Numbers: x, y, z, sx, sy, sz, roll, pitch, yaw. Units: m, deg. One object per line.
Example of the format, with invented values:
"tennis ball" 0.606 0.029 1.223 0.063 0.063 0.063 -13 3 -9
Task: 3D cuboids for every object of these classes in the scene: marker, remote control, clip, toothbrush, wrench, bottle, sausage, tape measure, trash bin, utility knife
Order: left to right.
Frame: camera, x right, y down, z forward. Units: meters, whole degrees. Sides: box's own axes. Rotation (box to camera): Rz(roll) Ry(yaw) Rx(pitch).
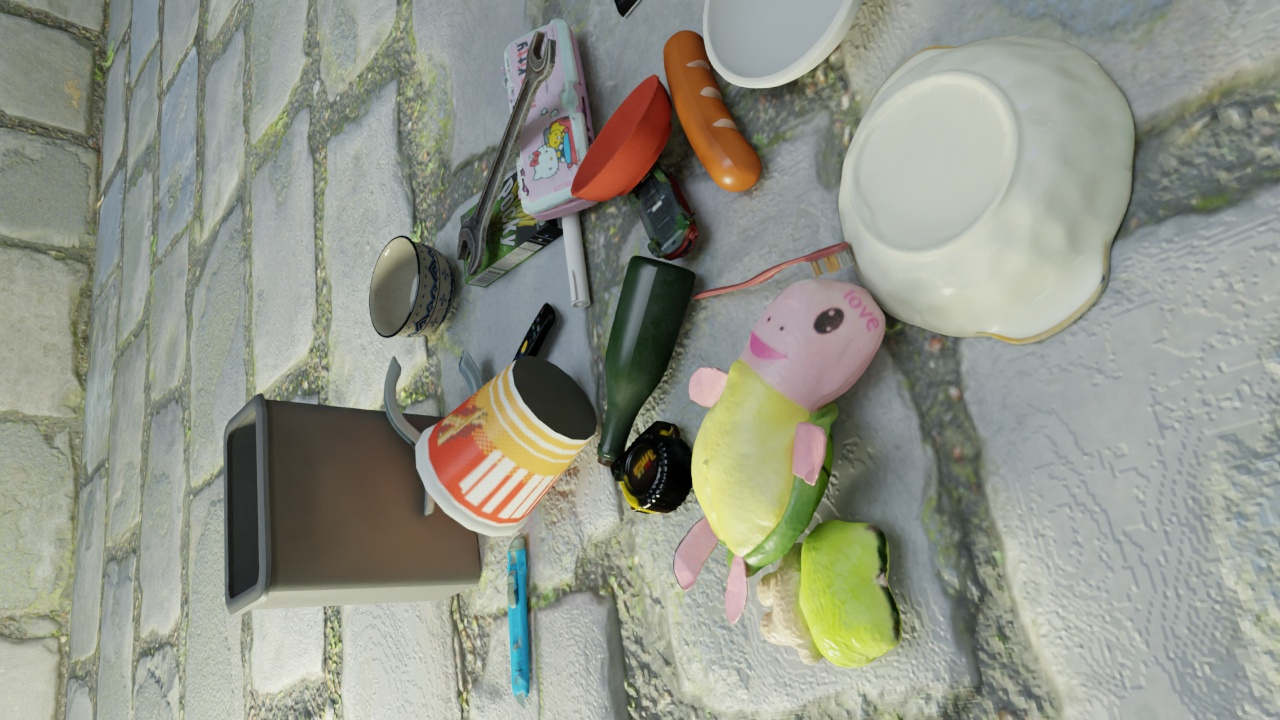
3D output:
"trash bin" -0.284 0.144 0.909 0.098 0.219 0.191 -31 61 41
"clip" -0.176 0.065 0.931 0.029 0.143 0.172 -37 71 66
"wrench" -0.132 -0.189 0.875 0.274 0.010 0.070 -59 40 40
"utility knife" -0.114 0.242 0.858 0.031 0.015 0.158 -24 67 48
"remote control" -0.118 0.015 0.897 0.152 0.020 0.041 -64 20 17
"marker" -0.064 -0.113 0.863 0.017 0.020 0.133 -20 68 30
"remote control" -0.026 -0.381 0.877 0.028 0.011 0.124 -39 56 37
"bottle" -0.004 0.004 0.750 0.055 0.055 0.174 26 104 47
"tape measure" 0.015 0.088 0.727 0.067 0.038 0.062 -51 41 25
"sausage" 0.053 -0.201 0.735 0.044 0.039 0.164 -26 61 14
"toothbrush" 0.088 -0.059 0.663 0.185 0.015 0.015 -11 105 61

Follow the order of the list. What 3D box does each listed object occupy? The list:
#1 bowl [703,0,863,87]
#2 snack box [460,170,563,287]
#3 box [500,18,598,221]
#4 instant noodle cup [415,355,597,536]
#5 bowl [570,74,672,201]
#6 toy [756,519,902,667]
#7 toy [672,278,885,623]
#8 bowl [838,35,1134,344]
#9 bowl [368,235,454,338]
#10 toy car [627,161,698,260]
"bowl" 0.114 -0.269 0.677 0.150 0.043 0.149 -12 74 46
"snack box" -0.133 -0.141 0.941 0.148 0.025 0.080 -26 64 43
"box" -0.089 -0.231 0.876 0.086 0.044 0.202 -15 69 17
"instant noodle cup" -0.113 0.070 0.816 0.121 0.123 0.123 -44 52 24
"bowl" -0.010 -0.181 0.777 0.122 0.035 0.121 -48 21 25
"toy" 0.118 0.152 0.593 0.115 0.046 0.092 -32 59 48
"toy" 0.085 0.056 0.615 0.238 0.087 0.190 -71 20 5
"bowl" 0.187 -0.111 0.554 0.189 0.060 0.219 -44 54 35
"bowl" -0.254 -0.079 1.039 0.116 0.059 0.115 -12 74 46
"toy car" 0.021 -0.122 0.755 0.042 0.036 0.091 -42 47 29
